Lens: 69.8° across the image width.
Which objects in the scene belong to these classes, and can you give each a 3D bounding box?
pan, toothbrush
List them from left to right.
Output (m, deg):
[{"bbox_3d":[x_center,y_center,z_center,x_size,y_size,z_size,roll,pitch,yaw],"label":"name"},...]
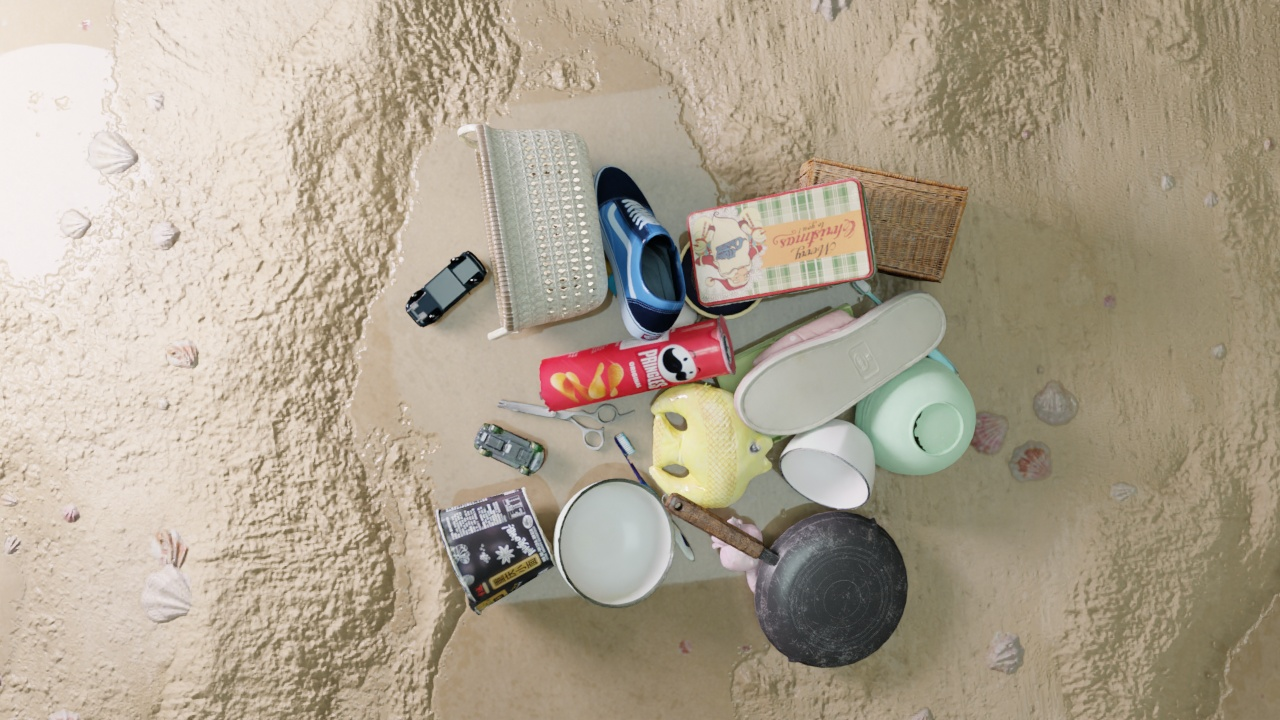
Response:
[{"bbox_3d":[0.020,0.174,1.163,0.017,0.016,0.189,-31,91,4],"label":"toothbrush"},{"bbox_3d":[0.178,0.252,1.119,0.357,0.040,0.207,30,91,-14],"label":"pan"},{"bbox_3d":[0.335,-0.041,1.157,0.180,0.016,0.016,43,90,-2],"label":"toothbrush"}]

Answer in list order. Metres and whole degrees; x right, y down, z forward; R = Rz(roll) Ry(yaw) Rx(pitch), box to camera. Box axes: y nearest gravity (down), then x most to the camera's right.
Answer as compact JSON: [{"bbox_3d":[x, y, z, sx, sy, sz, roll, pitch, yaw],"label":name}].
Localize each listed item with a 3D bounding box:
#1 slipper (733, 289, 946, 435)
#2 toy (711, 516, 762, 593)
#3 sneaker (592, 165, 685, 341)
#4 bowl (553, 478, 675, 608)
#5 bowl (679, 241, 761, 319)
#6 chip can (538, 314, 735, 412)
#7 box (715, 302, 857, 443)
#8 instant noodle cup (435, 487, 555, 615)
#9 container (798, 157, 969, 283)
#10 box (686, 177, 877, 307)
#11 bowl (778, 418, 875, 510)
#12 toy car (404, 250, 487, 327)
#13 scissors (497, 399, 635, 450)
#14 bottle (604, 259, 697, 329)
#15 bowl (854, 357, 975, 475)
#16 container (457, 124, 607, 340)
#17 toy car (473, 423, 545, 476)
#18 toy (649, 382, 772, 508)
[{"bbox_3d":[0.235,0.000,1.094,0.274,0.054,0.114,-26,109,-3],"label":"slipper"},{"bbox_3d":[0.135,0.243,1.151,0.063,0.047,0.110,-42,99,5],"label":"toy"},{"bbox_3d":[0.007,-0.147,1.075,0.083,0.099,0.241,2,59,-31],"label":"sneaker"},{"bbox_3d":[-0.040,0.221,1.123,0.153,0.073,0.153,4,81,-26],"label":"bowl"},{"bbox_3d":[0.099,-0.106,1.132,0.112,0.061,0.112,0,92,0],"label":"bowl"},{"bbox_3d":[-0.007,0.006,1.105,0.233,0.073,0.073,-13,92,14],"label":"chip can"},{"bbox_3d":[0.195,0.022,1.145,0.188,0.044,0.141,-27,113,2],"label":"box"},{"bbox_3d":[-0.171,0.222,1.113,0.112,0.137,0.137,-23,92,-8],"label":"instant noodle cup"},{"bbox_3d":[0.278,-0.167,1.104,0.198,0.113,0.113,13,97,2],"label":"container"},{"bbox_3d":[0.158,-0.131,1.042,0.206,0.049,0.117,-7,93,21],"label":"box"},{"bbox_3d":[0.233,0.121,1.118,0.116,0.117,0.065,33,57,-1],"label":"bowl"},{"bbox_3d":[-0.243,-0.089,1.146,0.112,0.034,0.046,-41,91,2],"label":"toy car"},{"bbox_3d":[-0.094,0.061,1.161,0.170,0.014,0.095,33,93,-4],"label":"scissors"},{"bbox_3d":[0.002,-0.083,1.138,0.146,0.051,0.051,37,91,-1],"label":"bottle"},{"bbox_3d":[0.345,0.075,1.118,0.151,0.077,0.151,-1,100,-8],"label":"bowl"},{"bbox_3d":[-0.126,-0.154,1.078,0.142,0.185,0.246,-8,92,-10],"label":"container"},{"bbox_3d":[-0.163,0.111,1.151,0.091,0.036,0.042,24,91,0],"label":"toy car"},{"bbox_3d":[0.084,0.106,1.126,0.155,0.064,0.171,7,111,16],"label":"toy"}]
